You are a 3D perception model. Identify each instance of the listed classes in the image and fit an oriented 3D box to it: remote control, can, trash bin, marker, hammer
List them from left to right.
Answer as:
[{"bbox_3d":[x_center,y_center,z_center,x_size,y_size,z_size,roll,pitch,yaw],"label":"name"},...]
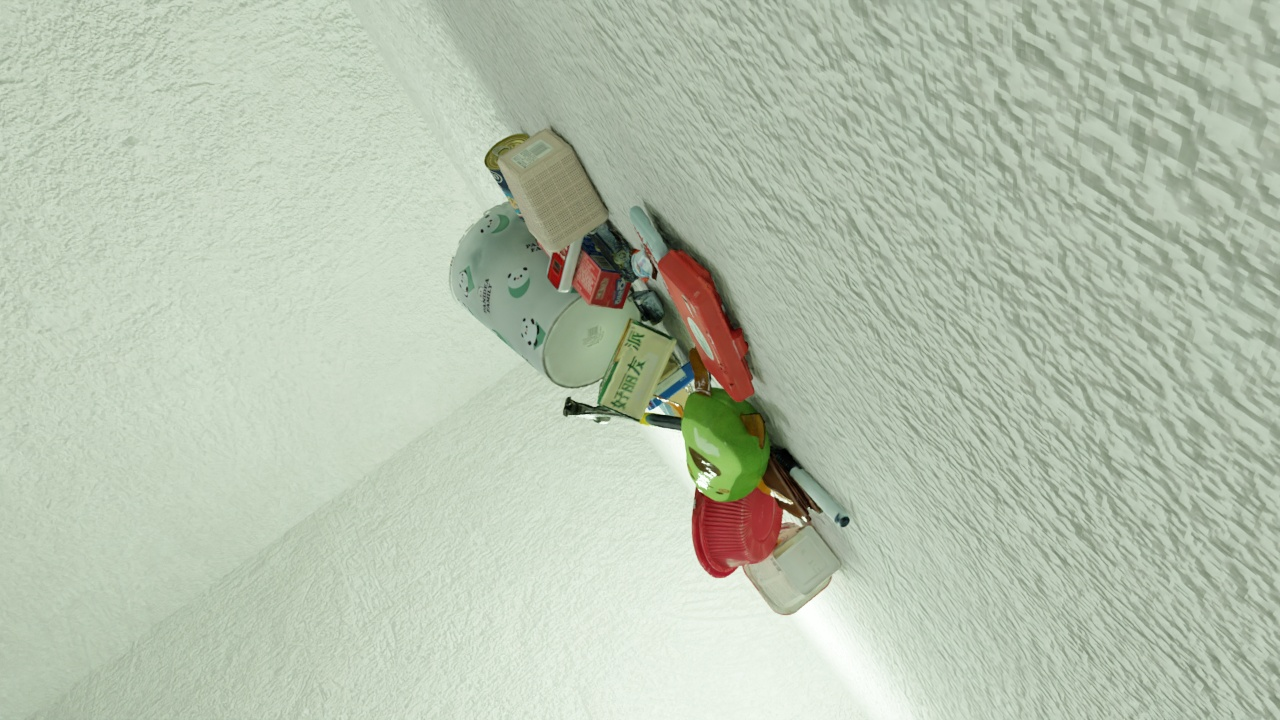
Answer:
[{"bbox_3d":[-0.168,-0.263,1.338,0.075,0.075,0.111,48,173,46],"label":"can"},{"bbox_3d":[-0.142,-0.098,1.449,0.252,0.229,0.230,43,169,37],"label":"trash bin"},{"bbox_3d":[-0.098,-0.161,1.234,0.056,0.020,0.136,52,132,49],"label":"remote control"},{"bbox_3d":[0.015,0.088,1.342,0.324,0.032,0.126,6,174,41],"label":"hammer"},{"bbox_3d":[0.200,0.148,1.073,0.130,0.018,0.023,48,163,47],"label":"marker"}]

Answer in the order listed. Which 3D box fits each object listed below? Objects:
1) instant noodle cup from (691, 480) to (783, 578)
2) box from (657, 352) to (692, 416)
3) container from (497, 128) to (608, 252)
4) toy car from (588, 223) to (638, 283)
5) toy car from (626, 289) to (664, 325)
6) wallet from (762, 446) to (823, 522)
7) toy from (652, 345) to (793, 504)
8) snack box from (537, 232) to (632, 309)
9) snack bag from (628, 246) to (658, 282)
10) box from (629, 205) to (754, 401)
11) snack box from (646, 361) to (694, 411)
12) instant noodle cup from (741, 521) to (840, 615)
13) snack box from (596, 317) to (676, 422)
[{"bbox_3d":[0.144,0.212,1.280,0.066,0.193,0.194,3,141,35],"label":"instant noodle cup"},{"bbox_3d":[0.038,0.033,1.510,0.090,0.059,0.184,51,172,35],"label":"box"},{"bbox_3d":[-0.110,-0.211,1.122,0.090,0.090,0.111,48,169,47],"label":"container"},{"bbox_3d":[-0.034,-0.143,1.176,0.105,0.031,0.049,49,170,29],"label":"toy car"},{"bbox_3d":[0.011,-0.073,1.212,0.043,0.034,0.090,58,175,-13],"label":"toy car"},{"bbox_3d":[0.182,0.151,1.191,0.101,0.032,0.124,57,173,-6],"label":"wallet"},{"bbox_3d":[0.100,0.099,1.116,0.227,0.089,0.247,43,158,28],"label":"toy"},{"bbox_3d":[-0.080,-0.145,1.281,0.057,0.058,0.207,4,-151,-32],"label":"snack box"},{"bbox_3d":[0.007,-0.111,1.053,0.105,0.026,0.045,-163,60,-81],"label":"snack bag"},{"bbox_3d":[0.053,-0.057,0.955,0.157,0.038,0.201,50,174,39],"label":"box"},{"bbox_3d":[0.044,0.038,1.350,0.026,0.084,0.157,53,175,2],"label":"snack box"},{"bbox_3d":[0.227,0.301,1.350,0.116,0.116,0.124,52,163,10],"label":"instant noodle cup"},{"bbox_3d":[-0.007,0.007,1.228,0.063,0.114,0.240,24,-177,-3],"label":"snack box"}]
